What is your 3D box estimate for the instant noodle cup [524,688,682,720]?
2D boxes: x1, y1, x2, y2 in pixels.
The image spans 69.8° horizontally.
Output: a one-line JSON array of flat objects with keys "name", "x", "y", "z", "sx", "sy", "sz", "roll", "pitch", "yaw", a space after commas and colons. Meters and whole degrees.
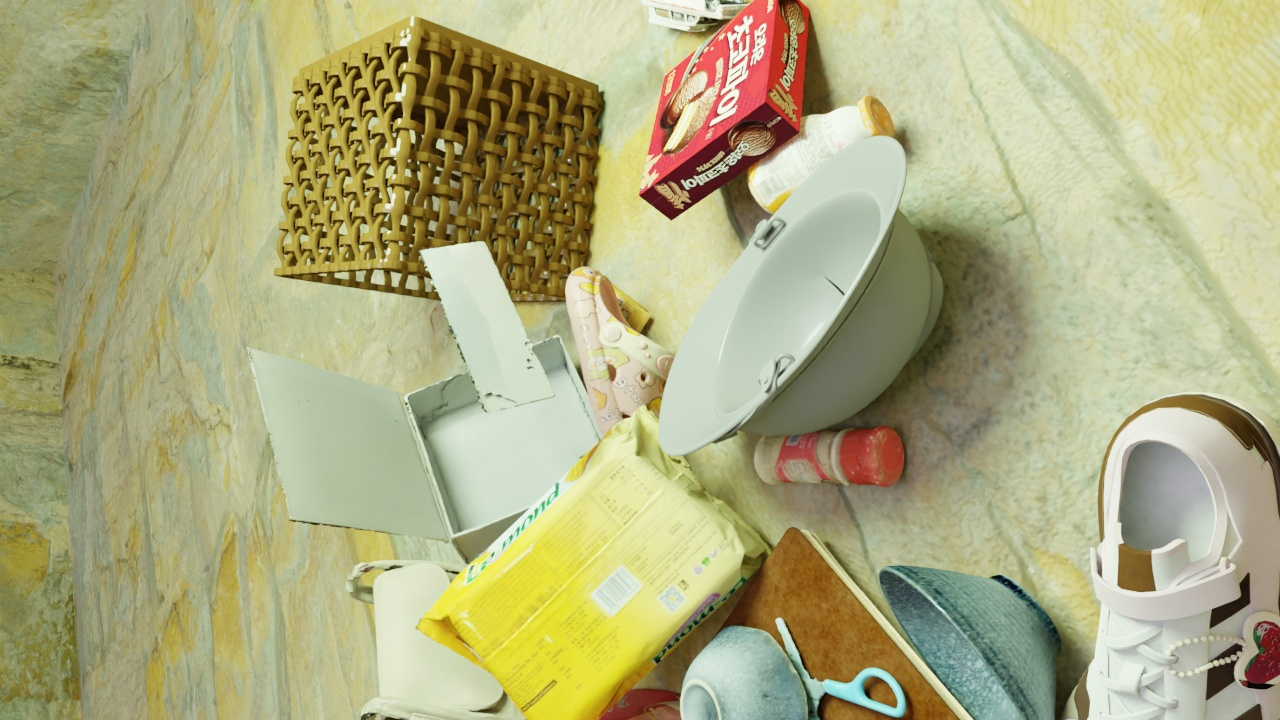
[{"name": "instant noodle cup", "x": -0.031, "y": 0.336, "z": 0.726, "sx": 0.179, "sy": 0.178, "sz": 0.077, "roll": -8, "pitch": 96, "yaw": 46}]

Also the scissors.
[{"name": "scissors", "x": 0.130, "y": 0.232, "z": 0.621, "sx": 0.130, "sy": 0.015, "sz": 0.135, "roll": -45, "pitch": 58, "yaw": 38}]

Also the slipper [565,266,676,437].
[{"name": "slipper", "x": -0.005, "y": 0.005, "z": 0.786, "sx": 0.082, "sy": 0.093, "sz": 0.197, "roll": -21, "pitch": 81, "yaw": 13}]

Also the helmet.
[{"name": "helmet", "x": 0.127, "y": -0.015, "z": 0.631, "sx": 0.272, "sy": 0.117, "sz": 0.183, "roll": -51, "pitch": 21, "yaw": 36}]

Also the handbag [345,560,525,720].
[{"name": "handbag", "x": -0.179, "y": 0.272, "z": 0.887, "sx": 0.132, "sy": 0.184, "sz": 0.229, "roll": -64, "pitch": 29, "yaw": 16}]

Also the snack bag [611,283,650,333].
[{"name": "snack bag", "x": -0.026, "y": -0.056, "z": 0.864, "sx": 0.099, "sy": 0.020, "sz": 0.026, "roll": 41, "pitch": 113, "yaw": 42}]

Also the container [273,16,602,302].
[{"name": "container", "x": -0.206, "y": -0.179, "z": 0.925, "sx": 0.252, "sy": 0.219, "sz": 0.214, "roll": 4, "pitch": 88, "yaw": 47}]

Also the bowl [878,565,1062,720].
[{"name": "bowl", "x": 0.208, "y": 0.165, "z": 0.543, "sx": 0.057, "sy": 0.137, "sz": 0.137, "roll": -34, "pitch": 52, "yaw": -7}]

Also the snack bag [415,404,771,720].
[{"name": "snack bag", "x": -0.034, "y": 0.172, "z": 0.702, "sx": 0.247, "sy": 0.068, "sz": 0.159, "roll": -45, "pitch": 86, "yaw": 1}]

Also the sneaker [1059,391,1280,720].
[{"name": "sneaker", "x": 0.259, "y": 0.161, "z": 0.458, "sx": 0.112, "sy": 0.116, "sz": 0.294, "roll": 13, "pitch": 95, "yaw": 47}]

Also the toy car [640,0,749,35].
[{"name": "toy car", "x": 0.048, "y": -0.305, "z": 0.804, "sx": 0.113, "sy": 0.039, "sz": 0.039, "roll": 34, "pitch": 131, "yaw": 43}]

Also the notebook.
[{"name": "notebook", "x": 0.139, "y": 0.252, "z": 0.637, "sx": 0.225, "sy": 0.024, "sz": 0.168, "roll": 50, "pitch": 125, "yaw": 38}]

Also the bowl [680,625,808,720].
[{"name": "bowl", "x": 0.064, "y": 0.248, "z": 0.656, "sx": 0.111, "sy": 0.055, "sz": 0.110, "roll": -1, "pitch": 88, "yaw": 56}]

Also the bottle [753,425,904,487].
[{"name": "bottle", "x": 0.133, "y": 0.070, "z": 0.661, "sx": 0.109, "sy": 0.044, "sz": 0.044, "roll": -8, "pitch": 80, "yaw": 47}]

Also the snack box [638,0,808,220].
[{"name": "snack box", "x": 0.066, "y": -0.204, "z": 0.723, "sx": 0.133, "sy": 0.036, "sz": 0.151, "roll": -29, "pitch": 38, "yaw": 42}]

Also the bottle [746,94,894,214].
[{"name": "bottle", "x": 0.132, "y": -0.151, "z": 0.673, "sx": 0.109, "sy": 0.063, "sz": 0.063, "roll": -28, "pitch": 65, "yaw": 41}]

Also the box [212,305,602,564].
[{"name": "box", "x": -0.173, "y": 0.058, "z": 0.775, "sx": 0.165, "sy": 0.329, "sz": 0.167, "roll": -44, "pitch": 55, "yaw": 24}]
